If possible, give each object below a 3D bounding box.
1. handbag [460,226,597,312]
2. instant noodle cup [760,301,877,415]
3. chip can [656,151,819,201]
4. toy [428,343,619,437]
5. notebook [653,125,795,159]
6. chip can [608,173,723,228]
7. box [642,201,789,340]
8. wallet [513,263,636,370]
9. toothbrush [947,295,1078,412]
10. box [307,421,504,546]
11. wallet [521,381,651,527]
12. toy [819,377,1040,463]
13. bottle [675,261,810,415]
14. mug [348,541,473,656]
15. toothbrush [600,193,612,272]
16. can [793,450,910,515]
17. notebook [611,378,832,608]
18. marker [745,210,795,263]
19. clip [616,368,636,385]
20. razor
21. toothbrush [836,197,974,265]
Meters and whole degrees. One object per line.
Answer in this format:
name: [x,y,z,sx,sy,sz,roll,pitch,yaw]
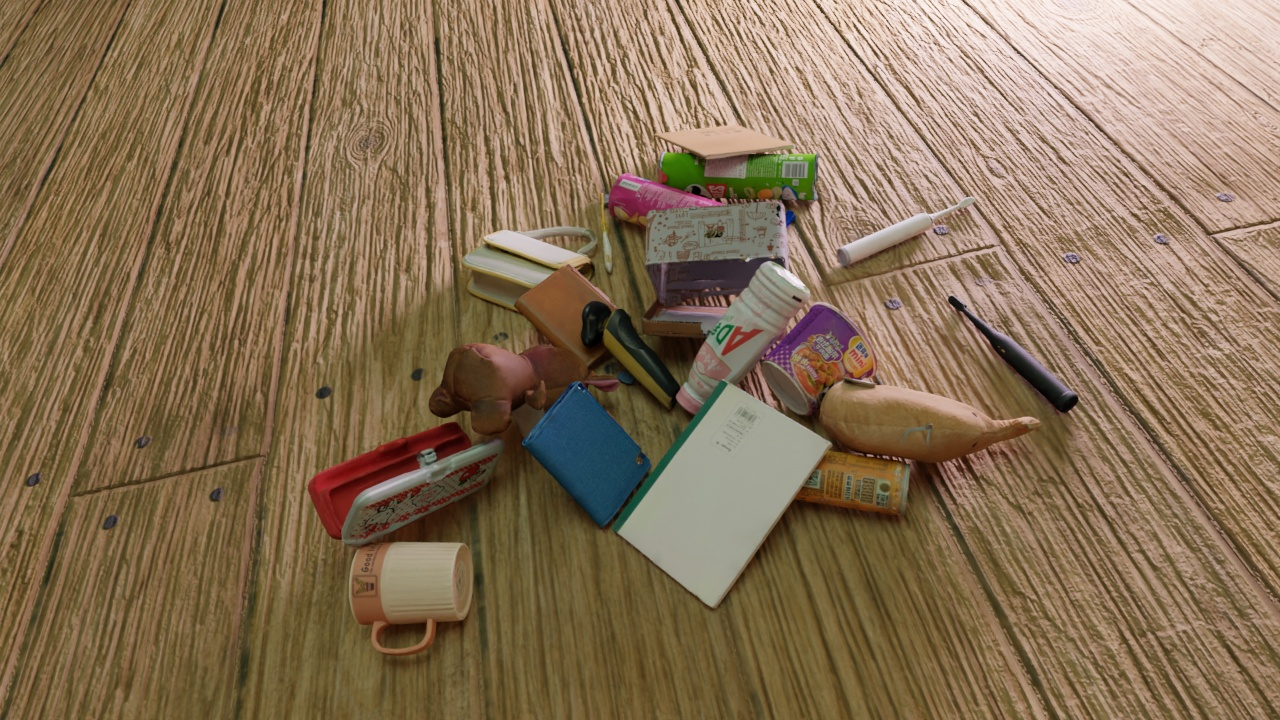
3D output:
handbag: [-0.147,-0.150,1.315,0.163,0.063,0.178,21,49,25]
instant noodle cup: [0.203,0.004,1.072,0.099,0.112,0.111,-39,51,-14]
chip can: [0.146,-0.275,1.370,0.236,0.072,0.072,3,47,13]
toy: [-0.135,0.036,1.073,0.140,0.130,0.199,17,21,40]
notebook: [0.125,-0.339,1.416,0.147,0.008,0.207,-11,25,-17]
chip can: [0.055,-0.211,1.327,0.211,0.071,0.071,24,54,30]
box: [0.096,-0.087,1.160,0.182,0.151,0.168,-2,67,12]
wallet: [-0.079,-0.063,1.203,0.130,0.035,0.118,43,58,10]
toothbrush: [0.439,-0.015,1.101,0.027,0.026,0.212,7,34,-34]
box: [-0.239,0.124,0.986,0.100,0.095,0.200,-28,-4,41]
wallet: [-0.057,0.101,1.013,0.040,0.133,0.106,-17,29,52]
toy: [0.304,0.070,0.978,0.226,0.082,0.143,9,8,18]
bottle: [0.113,-0.020,1.066,0.197,0.068,0.068,-54,46,18]
mug: [-0.234,0.242,0.937,0.106,0.082,0.114,-3,61,6]
toothbrush: [-0.049,-0.193,1.367,0.018,0.016,0.191,-3,45,-4]
can: [0.210,0.127,0.980,0.146,0.058,0.058,7,48,16]
notebook: [0.083,0.135,0.975,0.150,0.012,0.209,32,81,33]
marker: [0.179,-0.165,1.298,0.017,0.017,0.145,22,54,28]
clip: [-0.006,0.008,1.166,0.024,0.028,0.056,21,62,30]
razor: [-0.012,-0.005,1.135,0.068,0.062,0.167,-46,70,9]
toothbrush: [0.372,-0.184,1.273,0.220,0.026,0.026,-24,86,-13]
